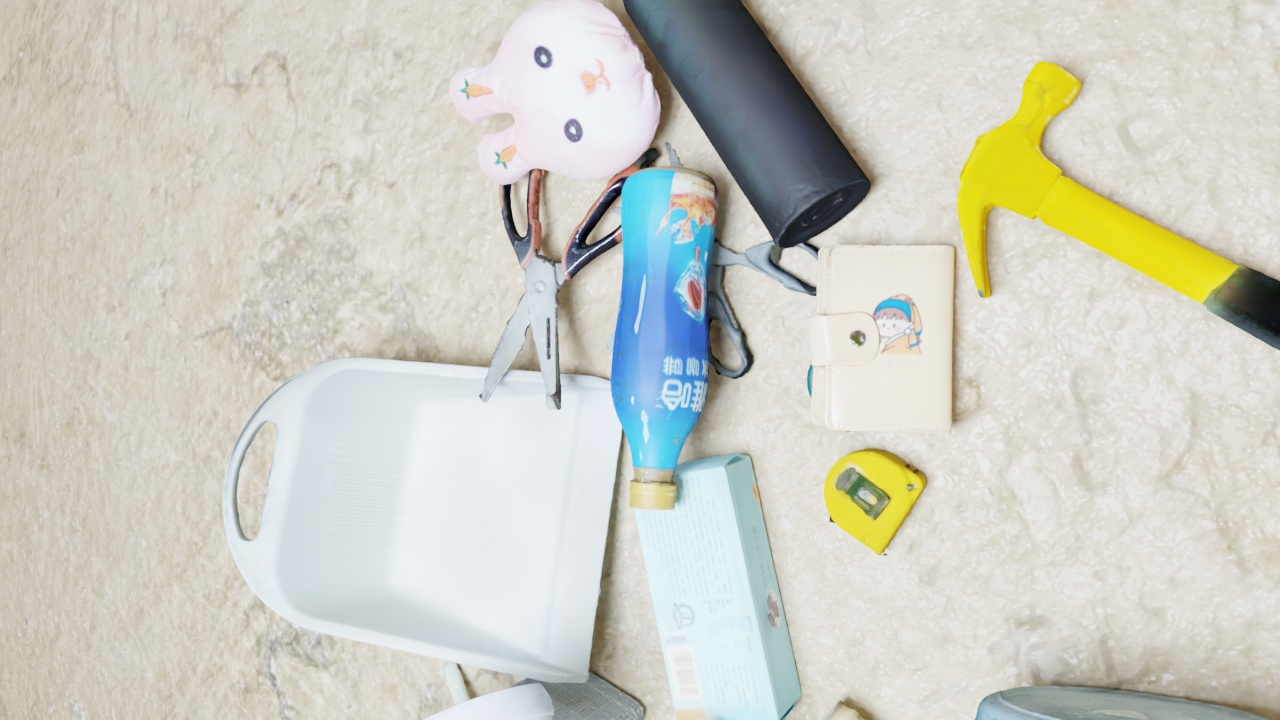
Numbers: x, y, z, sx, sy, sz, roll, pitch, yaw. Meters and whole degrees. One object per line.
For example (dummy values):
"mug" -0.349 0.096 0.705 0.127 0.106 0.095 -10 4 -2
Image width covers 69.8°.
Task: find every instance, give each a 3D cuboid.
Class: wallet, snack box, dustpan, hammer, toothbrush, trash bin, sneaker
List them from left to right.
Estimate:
"dustpan" -0.168 0.105 0.674 0.258 0.142 0.222 3 82 33
"sneaker" -0.132 0.293 0.577 0.243 0.089 0.090 -46 56 28
"toothbrush" -0.124 0.321 0.717 0.020 0.029 0.189 -20 54 -13
"snack box" 0.051 0.155 0.624 0.074 0.051 0.175 -13 87 28
"wallet" 0.145 -0.014 0.557 0.087 0.024 0.115 2 86 9
"trash bin" 0.246 0.272 0.449 0.227 0.226 0.195 -2 79 29
"hammer" 0.305 -0.038 0.482 0.301 0.032 0.129 35 109 23

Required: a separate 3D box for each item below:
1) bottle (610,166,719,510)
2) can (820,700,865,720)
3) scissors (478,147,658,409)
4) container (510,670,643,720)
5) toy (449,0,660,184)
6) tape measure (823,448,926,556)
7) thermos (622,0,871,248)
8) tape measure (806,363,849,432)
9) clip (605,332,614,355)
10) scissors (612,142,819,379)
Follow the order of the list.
"bottle" 0.013 -0.013 0.599 0.065 0.065 0.218 1 84 29
"can" 0.151 0.274 0.571 0.116 0.058 0.059 40 111 21
"scissors" -0.066 -0.076 0.670 0.227 0.015 0.189 -46 63 10
"container" -0.064 0.281 0.659 0.090 0.114 0.090 24 104 26
"toy" -0.063 -0.178 0.639 0.160 0.054 0.121 -14 109 33
"tape measure" 0.145 0.085 0.581 0.057 0.028 0.060 35 108 24
"thermos" 0.060 -0.195 0.586 0.090 0.068 0.242 -38 75 31
"tape measure" 0.134 0.014 0.584 0.055 0.025 0.058 -25 80 27
"clip" -0.005 0.002 0.666 0.027 0.043 0.058 -45 68 25
"scissors" 0.051 -0.069 0.635 0.181 0.014 0.159 10 94 30
